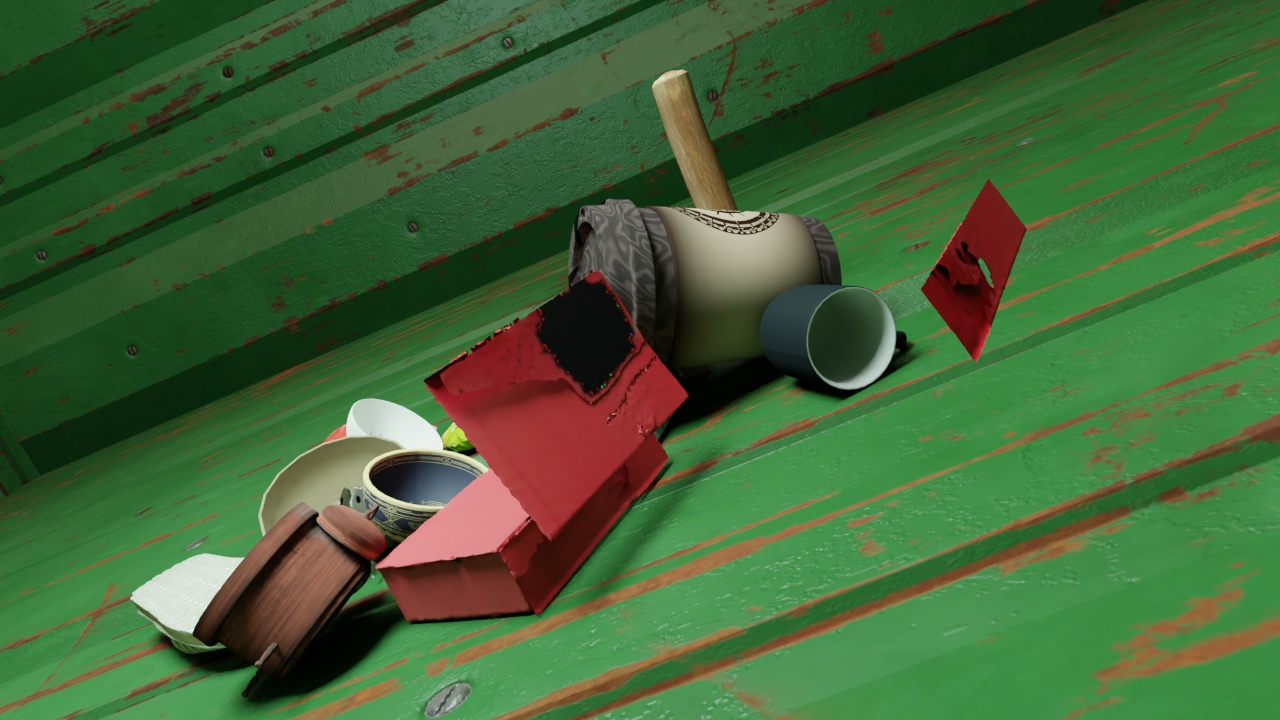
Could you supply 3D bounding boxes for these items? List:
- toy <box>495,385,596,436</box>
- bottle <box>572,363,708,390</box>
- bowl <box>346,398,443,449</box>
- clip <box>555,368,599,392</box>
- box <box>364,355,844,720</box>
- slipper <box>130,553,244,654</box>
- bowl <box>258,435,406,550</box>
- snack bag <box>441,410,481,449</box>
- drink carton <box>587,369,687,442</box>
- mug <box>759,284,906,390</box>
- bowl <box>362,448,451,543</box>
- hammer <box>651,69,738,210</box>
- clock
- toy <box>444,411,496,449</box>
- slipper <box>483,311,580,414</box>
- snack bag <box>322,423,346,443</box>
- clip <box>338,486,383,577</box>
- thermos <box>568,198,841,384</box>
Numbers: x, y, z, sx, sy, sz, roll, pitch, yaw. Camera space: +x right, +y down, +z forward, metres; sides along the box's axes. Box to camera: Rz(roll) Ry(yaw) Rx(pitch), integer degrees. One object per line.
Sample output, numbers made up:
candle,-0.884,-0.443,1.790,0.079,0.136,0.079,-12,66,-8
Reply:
toy,-0.103,0.055,0.934,0.124,0.097,0.132,-25,-11,-17
bottle,-0.006,0.006,1.003,0.166,0.059,0.059,-13,17,39
bowl,-0.294,0.099,1.073,0.051,0.114,0.114,-57,5,16
clip,-0.102,0.038,1.115,0.163,0.028,0.112,-19,15,24
box,-0.020,0.200,0.727,0.198,0.351,0.216,-20,14,34
slipper,-0.375,0.219,0.827,0.264,0.052,0.114,-5,21,43
bowl,-0.282,0.144,0.884,0.152,0.050,0.152,-5,41,4
snack bag,-0.224,0.086,1.150,0.026,0.020,0.099,-19,14,14
drink carton,-0.001,0.047,0.878,0.064,0.040,0.129,-18,14,22
mug,0.172,-0.022,0.789,0.121,0.085,0.094,2,5,-19
bowl,-0.188,0.129,0.807,0.112,0.061,0.112,10,18,-3
hammer,0.090,-0.176,1.018,0.158,0.301,0.037,-25,14,-5
clock,-0.252,0.164,0.687,0.121,0.072,0.157,-49,5,49
toy,-0.185,0.079,1.081,0.094,0.036,0.094,-18,8,10
slipper,-0.129,-0.013,1.133,0.100,0.078,0.262,-22,13,20
snack bag,-0.359,0.129,1.089,0.082,0.082,0.176,-22,14,7
clip,-0.243,0.139,0.810,0.056,0.056,0.101,-57,24,36
thermos,0.060,-0.070,0.875,0.226,0.173,0.173,-4,8,-16
